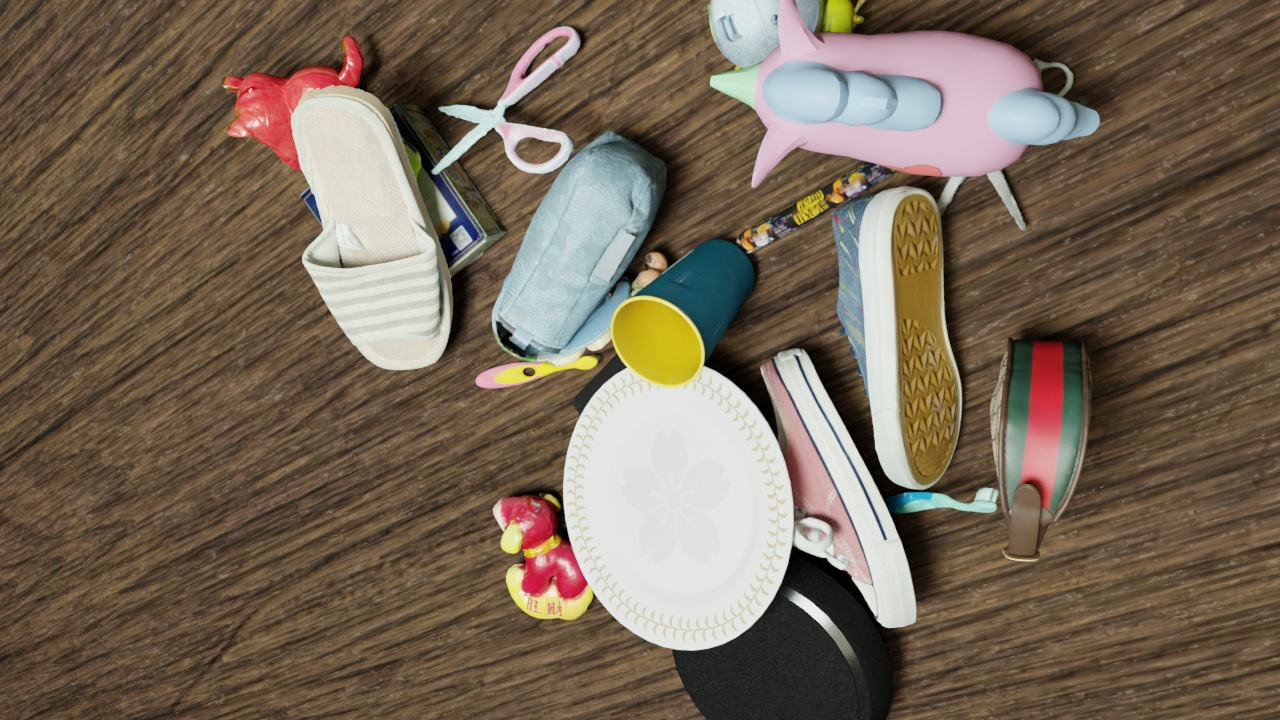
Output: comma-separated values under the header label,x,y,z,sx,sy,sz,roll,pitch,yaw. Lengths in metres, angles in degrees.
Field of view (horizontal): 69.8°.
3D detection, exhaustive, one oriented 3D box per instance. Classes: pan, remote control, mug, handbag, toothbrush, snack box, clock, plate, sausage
label,x,y,z,sx,sy,sz,roll,pitch,yaw
pan,0.081,0.197,0.803,0.205,0.044,0.355,-28,90,39
remote control,-0.005,0.005,0.811,0.041,0.020,0.152,47,118,5
mug,0.039,-0.044,0.716,0.078,0.121,0.078,18,130,22
handbag,-0.039,-0.083,0.752,0.118,0.121,0.192,32,114,-8
toothbrush,-0.096,0.009,0.853,0.136,0.016,0.021,-10,103,26
toothbrush,0.228,0.109,0.708,0.022,0.135,0.017,29,72,-13
snack box,-0.220,-0.135,0.845,0.145,0.042,0.145,-33,91,26
clock,0.108,-0.259,0.668,0.119,0.057,0.083,-19,96,26
handbag,0.274,0.063,0.633,0.063,0.166,0.138,3,119,22
plate,0.026,0.120,0.774,0.243,0.016,0.242,0,90,40
sausage,0.138,-0.122,0.716,0.156,0.020,0.020,-28,93,26

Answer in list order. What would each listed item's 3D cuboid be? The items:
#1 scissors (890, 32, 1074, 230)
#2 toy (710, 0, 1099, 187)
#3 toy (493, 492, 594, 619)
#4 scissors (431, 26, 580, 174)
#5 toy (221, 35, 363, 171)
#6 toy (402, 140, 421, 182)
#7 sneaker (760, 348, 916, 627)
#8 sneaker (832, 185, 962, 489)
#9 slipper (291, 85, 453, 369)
label,x,y,z,sx,sy,sz,roll,pitch,yaw
scissors,0.237,-0.172,0.665,0.142,0.014,0.175,-42,84,26
toy,0.172,-0.167,0.592,0.222,0.170,0.120,16,112,25
toy,-0.088,0.191,0.877,0.106,0.067,0.137,-10,109,20
scissors,-0.106,-0.197,0.755,0.171,0.014,0.168,-36,56,14
toy,-0.300,-0.234,0.810,0.133,0.094,0.088,-34,61,24
toy,-0.242,-0.150,0.801,0.092,0.043,0.118,31,121,0
sneaker,0.143,0.112,0.738,0.088,0.118,0.241,-25,89,6
sneaker,0.185,-0.014,0.701,0.079,0.087,0.235,12,117,52
slipper,-0.227,-0.097,0.780,0.114,0.054,0.273,-2,128,0
